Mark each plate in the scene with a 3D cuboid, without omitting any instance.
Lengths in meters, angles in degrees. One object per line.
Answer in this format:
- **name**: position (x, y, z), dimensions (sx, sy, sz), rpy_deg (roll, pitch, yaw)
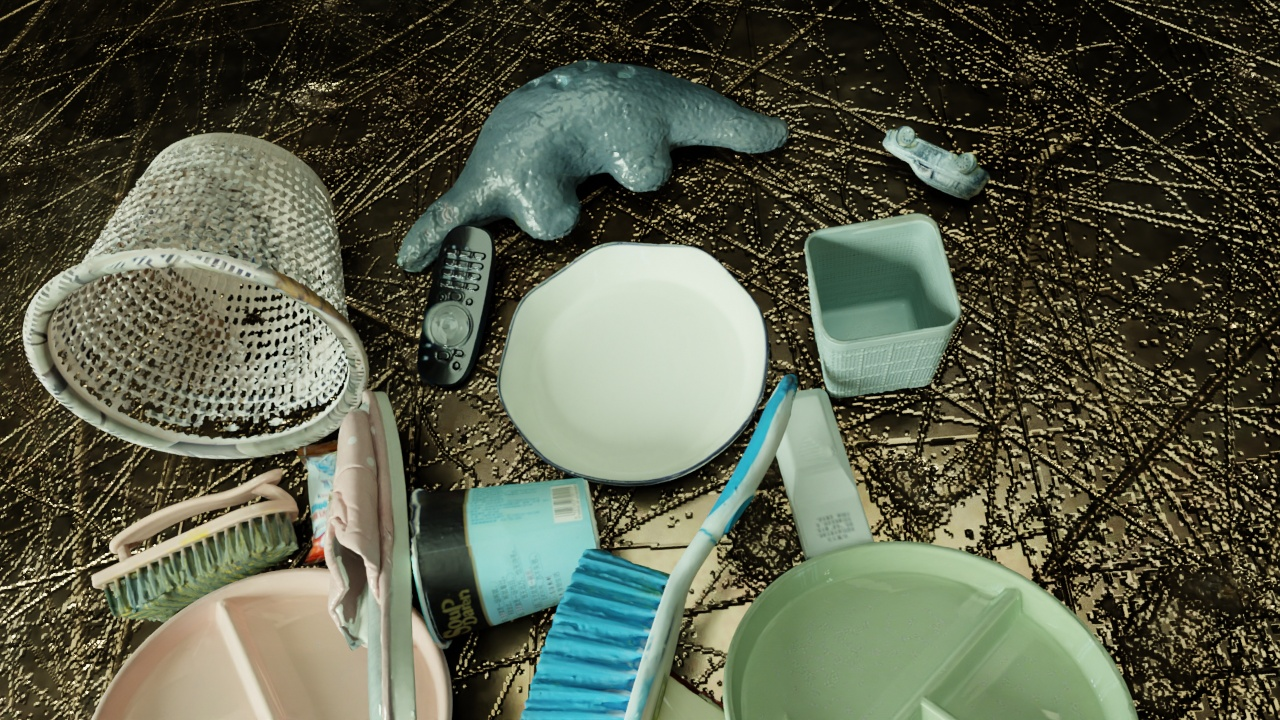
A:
- **plate**: position (-0.239, 0.241, 0.602), dimensions (0.229, 0.028, 0.229), rpy_deg (2, 45, -2)
- **plate**: position (0.163, 0.199, 0.535), dimensions (0.230, 0.027, 0.229), rpy_deg (-4, 36, 3)
- **plate**: position (-0.004, 0.004, 0.706), dimensions (0.205, 0.045, 0.204), rpy_deg (-4, 65, 8)

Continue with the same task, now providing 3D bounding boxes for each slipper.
- **slipper**: position (-0.185, 0.134, 0.620), dimensions (0.054, 0.114, 0.274), rpy_deg (-3, 49, -18)

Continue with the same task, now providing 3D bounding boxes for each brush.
- **brush**: position (-0.325, 0.136, 0.686), dimensions (0.145, 0.063, 0.073), rpy_deg (-26, 67, 0)
- **brush**: position (0.014, 0.133, 0.574), dimensions (0.109, 0.061, 0.313), rpy_deg (10, 61, 15)

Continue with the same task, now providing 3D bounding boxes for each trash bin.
- **trash bin**: position (-0.325, -0.063, 0.717), dimensions (0.227, 0.228, 0.191), rpy_deg (-13, 50, 4)

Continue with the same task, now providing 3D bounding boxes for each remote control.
- **remote control**: position (0.126, 0.079, 0.657), dimensions (0.049, 0.024, 0.124), rpy_deg (-13, 64, 1)
- **remote control**: position (-0.150, -0.044, 0.758), dimensions (0.053, 0.024, 0.136), rpy_deg (10, 83, 9)

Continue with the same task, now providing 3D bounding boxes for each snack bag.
- **snack bag**: position (-0.240, 0.108, 0.709), dimensions (0.048, 0.026, 0.104), rpy_deg (-11, 63, -4)

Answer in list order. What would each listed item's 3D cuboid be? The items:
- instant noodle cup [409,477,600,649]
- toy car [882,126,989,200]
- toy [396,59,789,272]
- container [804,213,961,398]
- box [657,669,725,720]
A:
- **instant noodle cup**: position (-0.087, 0.131, 0.633), dimensions (0.120, 0.111, 0.111), rpy_deg (-11, 63, -5)
- **toy car**: position (0.238, -0.161, 0.745), dimensions (0.090, 0.042, 0.034), rpy_deg (32, 107, 18)
- **toy**: position (-0.058, -0.181, 0.789), dimensions (0.356, 0.091, 0.138), rpy_deg (-22, 90, 1)
- **container**: position (0.167, -0.033, 0.655), dimensions (0.090, 0.111, 0.089), rpy_deg (-9, 64, 6)
- **box**: position (0.041, 0.259, 0.556), dimensions (0.168, 0.077, 0.091), rpy_deg (30, 72, 22)
